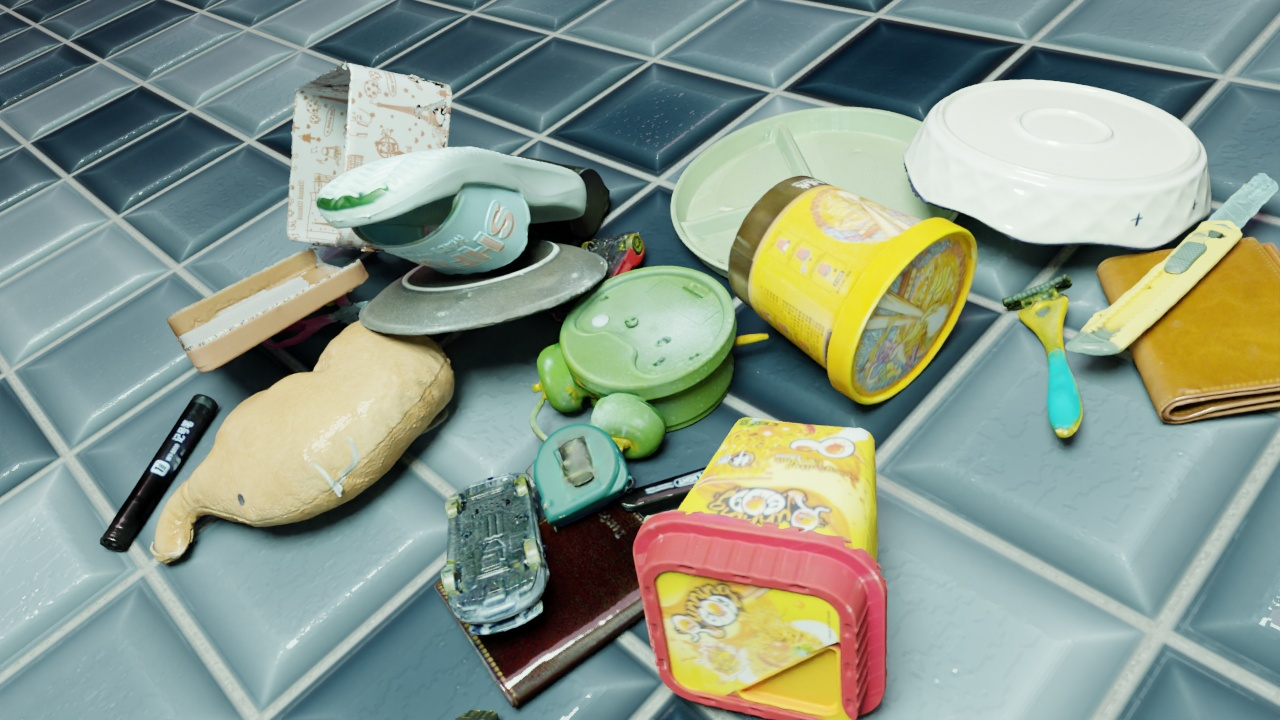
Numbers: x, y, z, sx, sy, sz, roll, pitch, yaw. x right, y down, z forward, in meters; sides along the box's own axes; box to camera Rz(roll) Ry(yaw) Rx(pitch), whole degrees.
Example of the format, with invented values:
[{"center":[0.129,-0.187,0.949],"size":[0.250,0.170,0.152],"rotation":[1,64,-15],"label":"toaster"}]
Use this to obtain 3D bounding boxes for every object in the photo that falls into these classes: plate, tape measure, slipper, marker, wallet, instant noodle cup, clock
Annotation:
[{"center":[0.138,-0.130,0.726],"size":[0.230,0.027,0.229],"rotation":[-8,44,8],"label":"plate"},{"center":[-0.037,0.065,0.542],"size":[0.058,0.025,0.054],"rotation":[-27,65,4],"label":"tape measure"},{"center":[-0.115,-0.095,0.620],"size":[0.104,0.074,0.244],"rotation":[-5,5,27],"label":"slipper"},{"center":[-0.346,0.079,0.663],"size":[0.022,0.020,0.131],"rotation":[-26,35,35],"label":"marker"},{"center":[0.352,-0.024,0.544],"size":[0.119,0.035,0.130],"rotation":[-6,43,13],"label":"wallet"},{"center":[-0.044,0.126,0.523],"size":[0.122,0.020,0.096],"rotation":[-31,44,-18],"label":"wallet"},{"center":[0.126,-0.051,0.573],"size":[0.118,0.119,0.114],"rotation":[-37,51,-21],"label":"instant noodle cup"},{"center":[0.047,0.068,0.548],"size":[0.124,0.015,0.018],"rotation":[-15,36,-6],"label":"marker"},{"center":[0.069,0.096,0.459],"size":[0.116,0.116,0.123],"rotation":[5,35,22],"label":"instant noodle cup"},{"center":[-0.004,0.004,0.609],"size":[0.161,0.056,0.116],"rotation":[-37,46,-21],"label":"clock"},{"center":[-0.112,-0.060,0.654],"size":[0.179,0.024,0.179],"rotation":[-8,21,3],"label":"plate"},{"center":[0.294,-0.147,0.650],"size":[0.205,0.046,0.204],"rotation":[1,38,-1],"label":"plate"}]

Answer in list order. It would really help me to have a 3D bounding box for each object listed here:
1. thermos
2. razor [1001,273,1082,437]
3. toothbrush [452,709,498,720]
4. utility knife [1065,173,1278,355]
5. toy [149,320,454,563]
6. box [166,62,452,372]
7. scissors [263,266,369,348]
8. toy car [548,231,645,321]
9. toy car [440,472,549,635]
[{"center":[-0.143,-0.153,0.818],"size":[0.243,0.068,0.089],"rotation":[13,18,26],"label":"thermos"},{"center":[0.250,0.000,0.555],"size":[0.043,0.028,0.132],"rotation":[-21,34,30],"label":"razor"},{"center":[0.006,0.185,0.441],"size":[0.213,0.026,0.027],"rotation":[-1,10,18],"label":"toothbrush"},{"center":[0.335,-0.060,0.565],"size":[0.207,0.021,0.031],"rotation":[-33,46,-23],"label":"utility knife"},{"center":[-0.226,0.055,0.611],"size":[0.225,0.082,0.143],"rotation":[-40,32,-22],"label":"toy"},{"center":[-0.248,-0.102,0.709],"size":[0.179,0.132,0.271],"rotation":[16,73,57],"label":"box"},{"center":[-0.253,-0.038,0.759],"size":[0.131,0.017,0.133],"rotation":[-35,49,-22],"label":"scissors"},{"center":[-0.032,-0.062,0.700],"size":[0.049,0.031,0.106],"rotation":[-7,35,29],"label":"toy car"},{"center":[-0.082,0.105,0.519],"size":[0.054,0.037,0.120],"rotation":[-18,27,-4],"label":"toy car"}]
